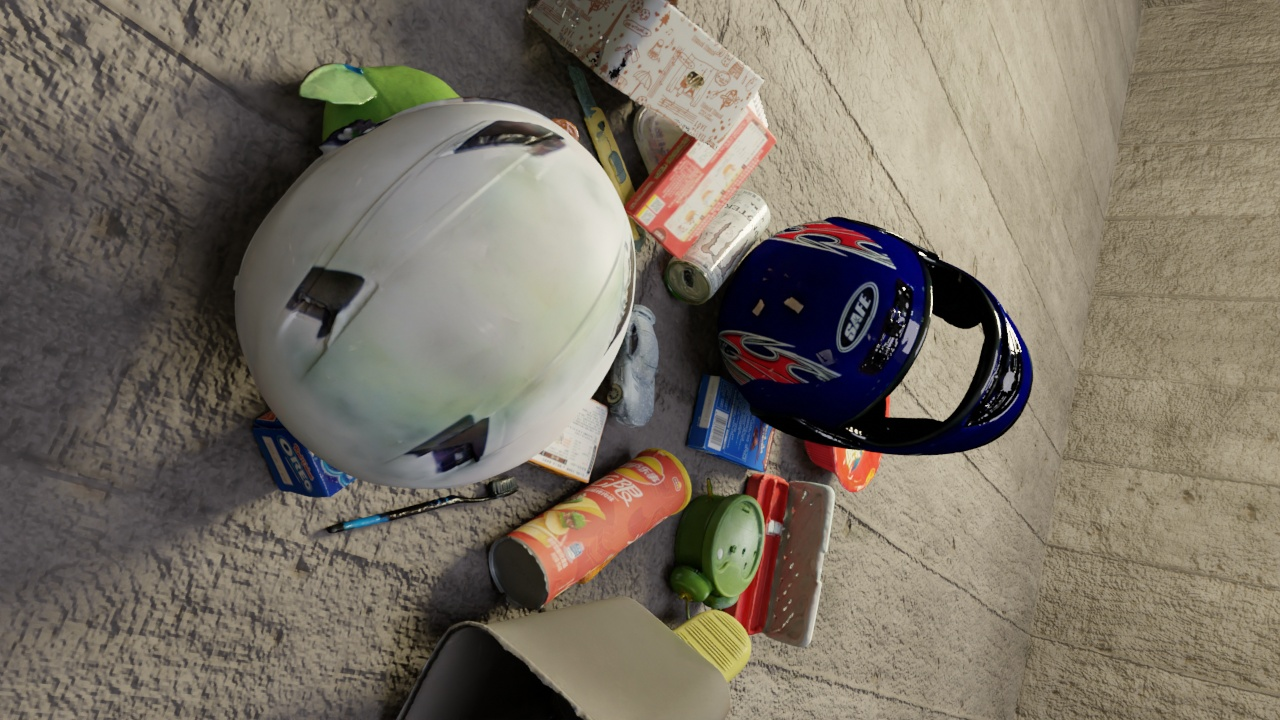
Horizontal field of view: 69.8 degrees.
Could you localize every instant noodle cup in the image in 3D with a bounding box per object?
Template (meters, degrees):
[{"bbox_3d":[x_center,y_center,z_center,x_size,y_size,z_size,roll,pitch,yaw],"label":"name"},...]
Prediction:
[{"bbox_3d":[0.074,-0.237,0.956,0.173,0.060,0.138,-54,135,-32],"label":"instant noodle cup"},{"bbox_3d":[0.283,0.084,1.281,0.193,0.066,0.194,-13,107,-52],"label":"instant noodle cup"}]

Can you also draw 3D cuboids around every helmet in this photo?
[{"bbox_3d":[0.227,-0.027,0.979,0.240,0.316,0.247,23,88,-43],"label":"helmet"},{"bbox_3d":[-0.106,-0.037,0.536,0.258,0.146,0.229,-40,111,-8],"label":"helmet"}]

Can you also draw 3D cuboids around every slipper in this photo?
[{"bbox_3d":[0.037,0.339,0.965,0.190,0.091,0.082,-24,145,-35],"label":"slipper"}]

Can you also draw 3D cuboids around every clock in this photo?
[{"bbox_3d":[0.085,0.223,1.042,0.116,0.056,0.161,32,69,-50],"label":"clock"}]

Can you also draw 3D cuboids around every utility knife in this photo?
[{"bbox_3d":[-0.030,-0.189,0.865,0.030,0.020,0.195,-55,131,-37],"label":"utility knife"}]

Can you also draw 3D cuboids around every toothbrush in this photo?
[{"bbox_3d":[-0.165,0.113,0.725,0.189,0.014,0.016,-5,98,-52],"label":"toothbrush"}]

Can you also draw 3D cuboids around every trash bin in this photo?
[{"bbox_3d":[-0.052,0.309,0.741,0.219,0.199,0.199,2,119,-60],"label":"trash bin"}]

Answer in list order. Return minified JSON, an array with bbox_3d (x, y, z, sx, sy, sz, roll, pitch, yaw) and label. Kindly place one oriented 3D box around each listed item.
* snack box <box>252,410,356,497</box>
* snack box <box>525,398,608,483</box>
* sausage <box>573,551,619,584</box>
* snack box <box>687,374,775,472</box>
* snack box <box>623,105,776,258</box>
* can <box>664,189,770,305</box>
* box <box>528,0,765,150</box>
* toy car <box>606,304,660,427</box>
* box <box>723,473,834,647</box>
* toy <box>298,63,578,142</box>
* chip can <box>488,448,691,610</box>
[{"bbox_3d":[-0.172,0.021,0.665,0.206,0.057,0.058,-39,122,-43],"label":"snack box"},{"bbox_3d":[-0.088,0.054,0.809,0.153,0.026,0.075,32,69,-51],"label":"snack box"},{"bbox_3d":[-0.018,0.175,0.925,0.164,0.021,0.021,-36,123,-45],"label":"sausage"},{"bbox_3d":[0.112,0.077,1.081,0.157,0.026,0.084,26,74,-52],"label":"snack box"},{"bbox_3d":[0.058,-0.180,0.888,0.153,0.025,0.075,-50,129,3],"label":"snack box"},{"bbox_3d":[0.084,-0.124,0.987,0.146,0.058,0.058,-51,132,-37],"label":"can"},{"bbox_3d":[-0.005,-0.322,0.811,0.179,0.131,0.272,15,54,-53],"label":"box"},{"bbox_3d":[-0.005,0.005,0.890,0.054,0.037,0.120,27,59,-53],"label":"toy car"},{"bbox_3d":[0.177,0.246,1.133,0.095,0.102,0.201,22,77,-53],"label":"box"},{"bbox_3d":[-0.132,-0.099,0.640,0.226,0.090,0.247,-37,106,-18],"label":"toy"},{"bbox_3d":[-0.041,0.150,0.849,0.216,0.073,0.073,-24,114,-48],"label":"chip can"}]
